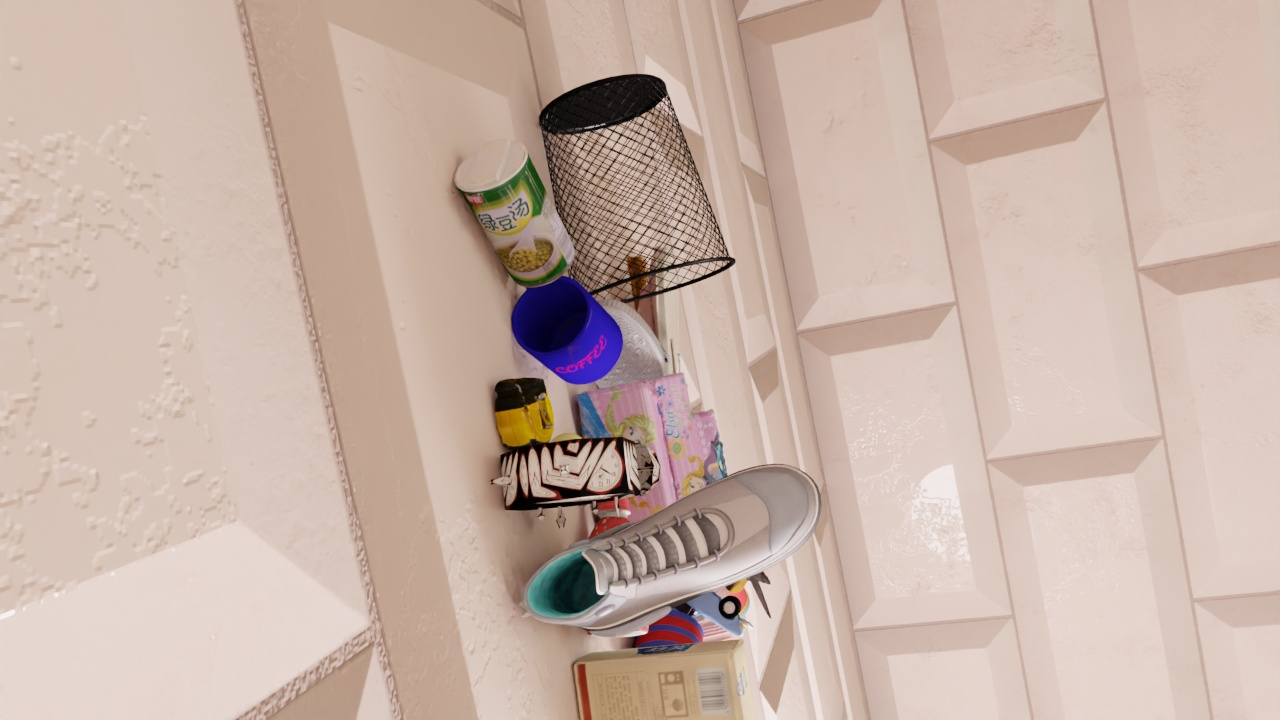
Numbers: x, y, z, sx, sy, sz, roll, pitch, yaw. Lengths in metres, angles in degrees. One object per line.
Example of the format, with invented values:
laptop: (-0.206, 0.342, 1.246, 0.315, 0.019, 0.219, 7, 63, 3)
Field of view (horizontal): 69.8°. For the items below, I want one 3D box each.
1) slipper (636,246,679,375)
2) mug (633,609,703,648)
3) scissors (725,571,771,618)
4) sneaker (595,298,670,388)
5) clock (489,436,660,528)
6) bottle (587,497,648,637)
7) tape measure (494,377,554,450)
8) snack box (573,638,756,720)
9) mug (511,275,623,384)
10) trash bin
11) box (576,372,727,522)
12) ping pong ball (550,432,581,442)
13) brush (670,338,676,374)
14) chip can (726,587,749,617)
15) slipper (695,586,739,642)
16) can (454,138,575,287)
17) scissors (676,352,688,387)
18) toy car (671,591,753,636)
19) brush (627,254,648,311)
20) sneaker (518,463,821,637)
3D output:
slipper: (0.018, -0.010, 1.190, 0.114, 0.054, 0.274, -43, 133, -75)
mug: (0.025, 0.336, 0.997, 0.076, 0.075, 0.112, -77, 178, -53)
scissors: (0.118, 0.216, 1.049, 0.225, 0.016, 0.175, 134, -47, -80)
sneaker: (-0.006, 0.006, 1.048, 0.236, 0.089, 0.087, 73, 18, -44)
clock: (-0.046, 0.107, 0.787, 0.154, 0.115, 0.065, 10, 70, -54)
bottle: (-0.025, 0.201, 0.909, 0.062, 0.062, 0.137, 48, 35, -61)
tape measure: (-0.098, 0.047, 0.800, 0.065, 0.037, 0.064, 4, 76, -73)
snack box: (0.031, 0.367, 0.830, 0.055, 0.153, 0.207, 12, 69, -73)
mug: (-0.076, -0.039, 0.878, 0.111, 0.079, 0.083, 56, 5, 27)
trash bin: (-0.015, -0.181, 0.998, 0.184, 0.184, 0.210, -6, 80, -73)
box: (0.027, 0.132, 0.973, 0.062, 0.160, 0.230, 177, -98, -76)
ping pong ball: (-0.069, 0.088, 0.868, 0.040, 0.040, 0.040, -10, 90, -73)
brush: (0.051, 0.080, 1.103, 0.033, 0.012, 0.217, 83, 0, -82)
chip can: (0.079, 0.242, 1.192, 0.086, 0.087, 0.213, -72, 148, -58)
slipper: (0.064, 0.279, 1.121, 0.081, 0.093, 0.197, -50, 127, -80)
can: (-0.110, -0.130, 0.817, 0.121, 0.067, 0.067, 64, 22, -44)
scissors: (0.050, 0.071, 1.203, 0.171, 0.021, 0.173, -62, 149, -65)
toy car: (0.058, 0.265, 1.038, 0.054, 0.153, 0.056, -54, 166, -6)
brush: (0.006, -0.080, 1.263, 0.048, 0.017, 0.126, -1, 81, -73)
sneaker: (0.026, 0.157, 0.773, 0.093, 0.257, 0.160, 66, 12, 18)
